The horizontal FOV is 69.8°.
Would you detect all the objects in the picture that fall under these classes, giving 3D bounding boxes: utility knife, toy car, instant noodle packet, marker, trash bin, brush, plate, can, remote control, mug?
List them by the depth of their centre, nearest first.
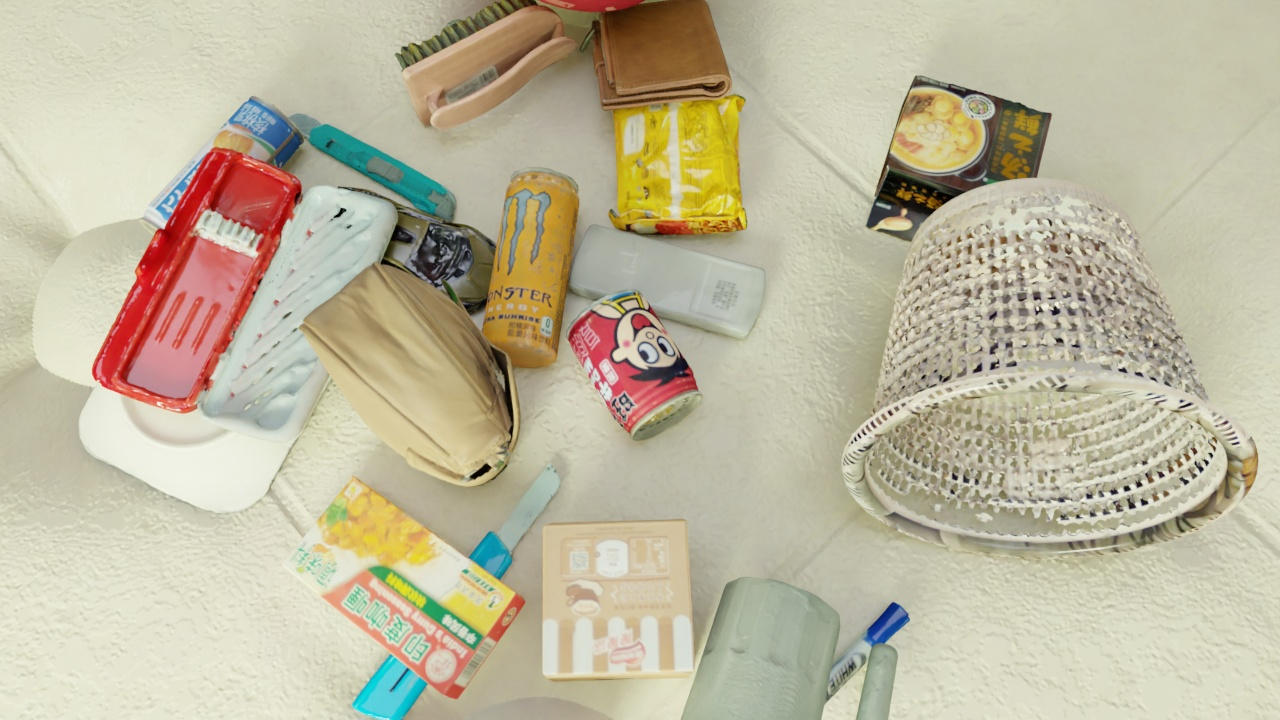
[{"bbox_3d":[0.095,0.207,0.572,0.124,0.084,0.103,20,58,4],"label":"mug"},{"bbox_3d":[0.251,-0.002,0.600,0.227,0.228,0.191,9,57,4],"label":"trash bin"},{"bbox_3d":[0.124,0.216,0.610,0.145,0.017,0.017,-40,74,-13],"label":"marker"},{"bbox_3d":[-0.119,0.158,0.636,0.034,0.018,0.207,32,72,13],"label":"utility knife"},{"bbox_3d":[-0.004,0.004,0.665,0.066,0.066,0.093,-29,72,-10],"label":"can"},{"bbox_3d":[-0.325,0.017,0.683,0.164,0.034,0.164,22,72,8],"label":"plate"},{"bbox_3d":[-0.083,-0.070,0.696,0.058,0.058,0.145,5,71,3],"label":"can"},{"bbox_3d":[0.021,-0.061,0.713,0.150,0.021,0.058,16,72,7],"label":"remote control"},{"bbox_3d":[-0.183,-0.088,0.718,0.158,0.042,0.070,19,71,5],"label":"toy car"},{"bbox_3d":[-0.333,-0.145,0.733,0.053,0.053,0.134,31,73,12],"label":"can"},{"bbox_3d":[0.031,-0.160,0.739,0.111,0.044,0.128,0,67,3],"label":"instant noodle packet"},{"bbox_3d":[-0.224,-0.164,0.760,0.178,0.013,0.029,29,71,11],"label":"utility knife"},{"bbox_3d":[-0.126,-0.249,0.766,0.145,0.063,0.073,-32,68,-13],"label":"brush"}]

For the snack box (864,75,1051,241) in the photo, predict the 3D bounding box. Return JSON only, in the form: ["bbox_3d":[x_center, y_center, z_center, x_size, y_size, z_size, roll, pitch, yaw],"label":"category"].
[{"bbox_3d":[0.254,-0.153,0.733,0.113,0.053,0.125,18,66,8],"label":"snack box"}]

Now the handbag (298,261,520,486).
[{"bbox_3d":[-0.135,0.013,0.596,0.099,0.205,0.148,-44,90,-12],"label":"handbag"}]

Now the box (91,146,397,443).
[{"bbox_3d":[-0.281,-0.050,0.667,0.161,0.050,0.200,18,70,0],"label":"box"}]

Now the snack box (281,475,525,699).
[{"bbox_3d":[-0.161,0.150,0.620,0.156,0.027,0.077,29,72,23],"label":"snack box"}]

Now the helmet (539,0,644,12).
[{"bbox_3d":[-0.049,-0.359,0.749,0.207,0.144,0.239,9,50,-6],"label":"helmet"}]

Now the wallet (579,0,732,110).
[{"bbox_3d":[0.008,-0.257,0.763,0.119,0.035,0.130,-9,49,2],"label":"wallet"}]

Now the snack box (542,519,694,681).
[{"bbox_3d":[-0.014,0.159,0.601,0.093,0.077,0.094,-2,69,0],"label":"snack box"}]
